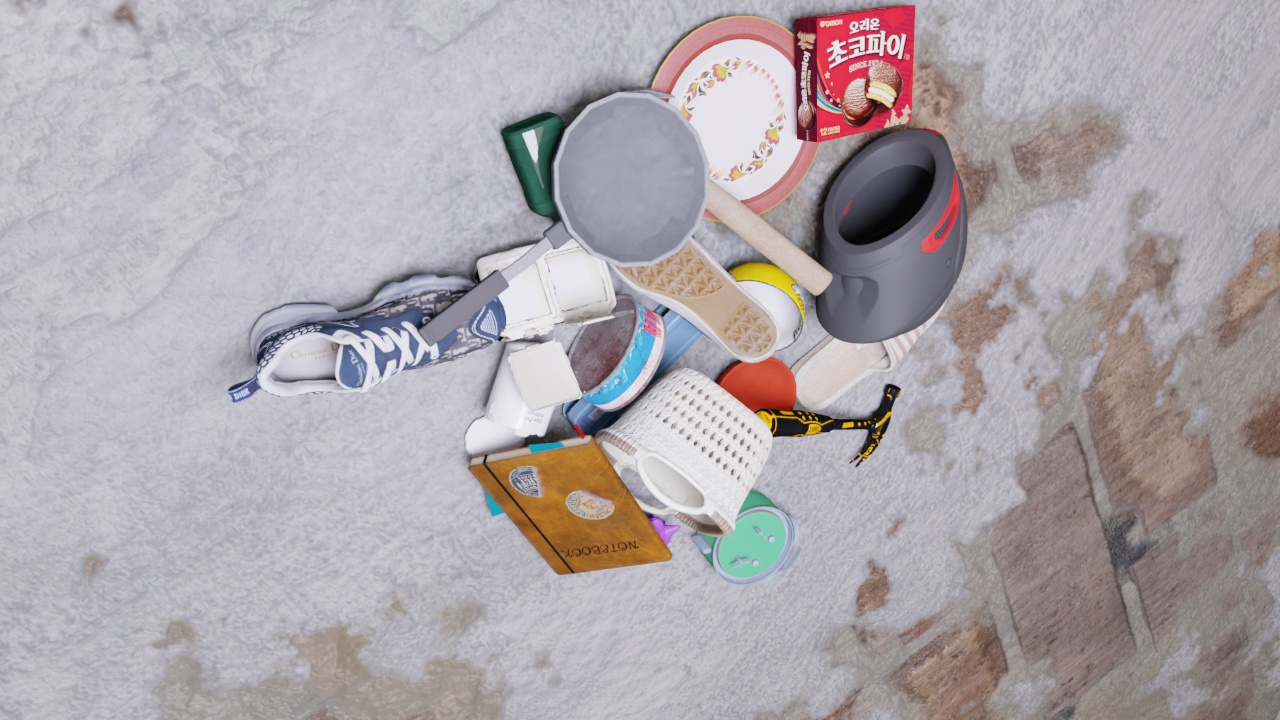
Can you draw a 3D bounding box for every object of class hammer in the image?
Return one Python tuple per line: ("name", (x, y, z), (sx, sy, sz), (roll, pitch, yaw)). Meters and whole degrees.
("hammer", (0.243, 0.086, 1.193), (0.319, 0.036, 0.123), (4, 110, -49))
("hammer", (0.085, -0.178, 1.027), (0.331, 0.030, 0.119), (36, 104, -13))

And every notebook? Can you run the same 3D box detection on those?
("notebook", (-0.091, 0.177, 1.100), (0.179, 0.014, 0.249), (-12, 131, 22))

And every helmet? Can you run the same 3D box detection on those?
("helmet", (0.308, -0.132, 1.116), (0.264, 0.164, 0.170), (-58, 137, -13))

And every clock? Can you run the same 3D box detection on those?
("clock", (0.160, 0.251, 1.264), (0.161, 0.075, 0.122), (28, 98, -30))

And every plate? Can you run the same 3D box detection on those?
("plate", (0.108, -0.275, 1.058), (0.229, 0.021, 0.230), (-8, 114, -19))

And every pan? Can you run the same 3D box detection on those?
("pan", (-0.080, -0.132, 0.938), (0.356, 0.041, 0.178), (-40, 113, -14))

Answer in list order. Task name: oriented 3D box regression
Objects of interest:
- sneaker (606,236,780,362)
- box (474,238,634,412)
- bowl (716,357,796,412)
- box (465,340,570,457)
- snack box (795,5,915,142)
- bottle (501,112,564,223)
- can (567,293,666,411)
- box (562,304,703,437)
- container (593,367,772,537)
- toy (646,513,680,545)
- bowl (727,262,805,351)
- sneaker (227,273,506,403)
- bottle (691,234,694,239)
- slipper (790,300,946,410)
("sneaker", (0.060, -0.084, 1.055), (0.235, 0.079, 0.087), (37, 92, 3))
("box", (-0.088, -0.058, 0.990), (0.145, 0.185, 0.095), (-18, 154, -17))
("bowl", (0.142, 0.047, 1.196), (0.121, 0.035, 0.122), (-8, 114, -19))
("box", (-0.144, 0.055, 1.065), (0.084, 0.112, 0.162), (19, 89, -31))
("snack box", (0.250, -0.335, 1.066), (0.151, 0.036, 0.133), (-18, 117, -28))
("bottle", (-0.096, -0.192, 0.983), (0.061, 0.061, 0.131), (-25, 116, -12))
("can", (-0.030, -0.009, 1.048), (0.044, 0.130, 0.130), (31, 97, -29))
("box", (-0.008, 0.005, 1.130), (0.210, 0.049, 0.066), (-44, 139, 2))
("container", (0.048, 0.108, 1.066), (0.184, 0.246, 0.142), (38, 78, -1))
("toy", (0.001, 0.227, 1.201), (0.088, 0.055, 0.106), (15, 139, -24))
("bowl", (0.145, -0.073, 1.119), (0.117, 0.067, 0.117), (12, 136, 11))
("sneaker", (-0.269, -0.010, 0.922), (0.269, 0.132, 0.103), (-10, 114, -2))
("bottle", (0.041, -0.149, 1.074), (0.036, 0.036, 0.110), (-35, 120, -6))
("slipper", (0.310, -0.030, 1.225), (0.263, 0.052, 0.115), (-40, 121, -3))
